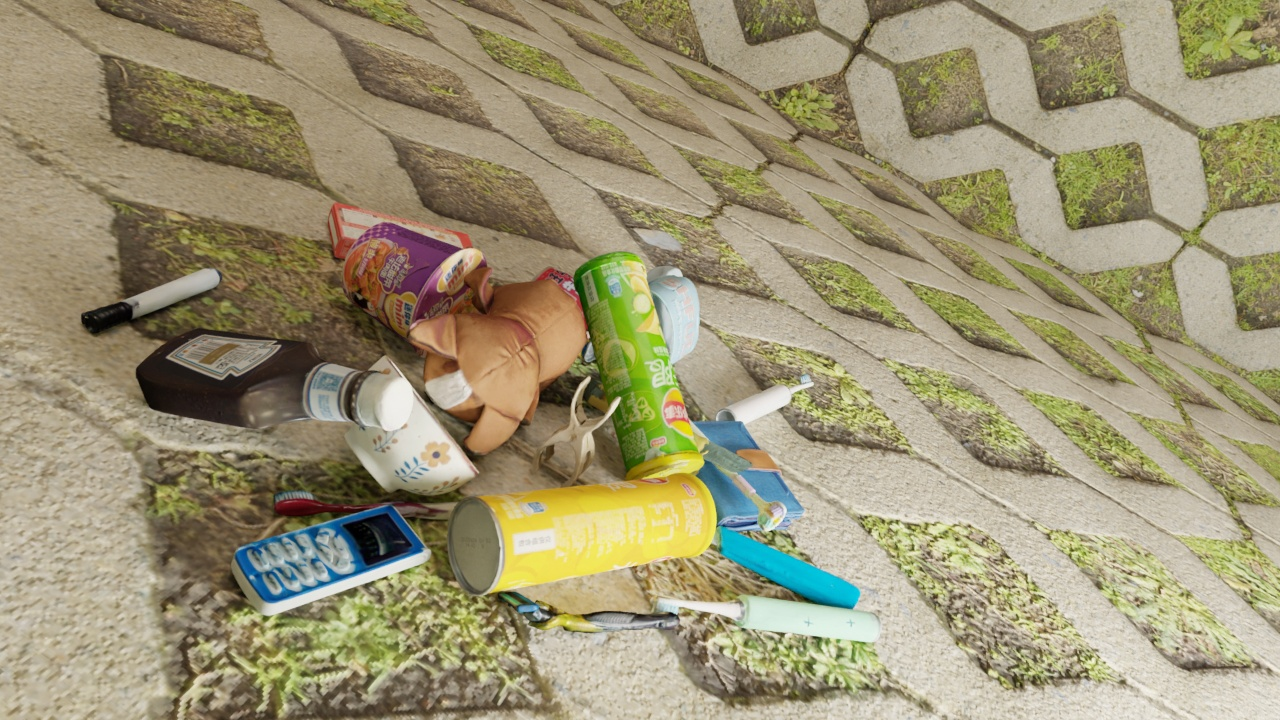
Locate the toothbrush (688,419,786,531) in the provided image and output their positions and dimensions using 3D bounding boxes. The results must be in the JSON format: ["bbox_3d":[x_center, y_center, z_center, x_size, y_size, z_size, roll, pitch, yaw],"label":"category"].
[{"bbox_3d":[0.068,0.087,0.866,0.189,0.029,0.020,46,3,36],"label":"toothbrush"}]

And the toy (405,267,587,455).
[{"bbox_3d":[-0.129,-0.003,0.794,0.140,0.131,0.199,56,20,-11],"label":"toy"}]

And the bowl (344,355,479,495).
[{"bbox_3d":[-0.178,0.058,0.682,0.113,0.062,0.113,51,-11,13],"label":"bowl"}]

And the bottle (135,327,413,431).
[{"bbox_3d":[-0.249,0.017,0.634,0.195,0.044,0.079,7,33,19],"label":"bottle"}]

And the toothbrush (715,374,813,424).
[{"bbox_3d":[0.152,0.045,1.068,0.220,0.027,0.026,-17,86,-54],"label":"toothbrush"}]

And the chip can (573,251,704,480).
[{"bbox_3d":[-0.005,0.005,0.850,0.072,0.073,0.221,2,64,-41],"label":"chip can"}]

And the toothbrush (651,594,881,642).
[{"bbox_3d":[0.108,0.209,0.755,0.224,0.027,0.026,15,-2,-26],"label":"toothbrush"}]

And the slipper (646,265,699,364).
[{"bbox_3d":[0.031,-0.048,1.021,0.074,0.104,0.245,1,18,11],"label":"slipper"}]

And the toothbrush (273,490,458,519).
[{"bbox_3d":[-0.174,0.107,0.677,0.187,0.016,0.017,7,25,-34],"label":"toothbrush"}]

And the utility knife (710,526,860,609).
[{"bbox_3d":[0.103,0.174,0.816,0.206,0.018,0.034,26,41,-5],"label":"utility knife"}]

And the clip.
[{"bbox_3d":[-0.044,0.070,0.772,0.081,0.105,0.034,47,28,2],"label":"clip"}]

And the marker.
[{"bbox_3d":[-0.389,-0.051,0.737,0.022,0.018,0.130,23,27,9],"label":"marker"}]

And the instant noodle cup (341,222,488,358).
[{"bbox_3d":[-0.213,-0.071,0.848,0.099,0.112,0.111,26,27,15],"label":"instant noodle cup"}]

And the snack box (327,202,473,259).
[{"bbox_3d":[-0.250,-0.123,0.976,0.152,0.026,0.075,10,32,-32],"label":"snack box"}]

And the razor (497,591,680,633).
[{"bbox_3d":[-0.033,0.188,0.667,0.142,0.022,0.043,14,-5,-28],"label":"razor"}]

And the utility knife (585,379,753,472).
[{"bbox_3d":[0.021,0.065,0.878,0.195,0.020,0.030,28,63,24],"label":"utility knife"}]

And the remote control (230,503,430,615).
[{"bbox_3d":[-0.201,0.130,0.603,0.124,0.024,0.049,-11,47,-49],"label":"remote control"}]

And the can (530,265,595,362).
[{"bbox_3d":[-0.075,-0.051,0.974,0.094,0.067,0.066,35,28,11],"label":"can"}]

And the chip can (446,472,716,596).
[{"bbox_3d":[-0.038,0.130,0.704,0.213,0.072,0.072,0,40,-43],"label":"chip can"}]

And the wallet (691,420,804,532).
[{"bbox_3d":[0.087,0.109,0.893,0.106,0.040,0.133,3,38,-33],"label":"wallet"}]
